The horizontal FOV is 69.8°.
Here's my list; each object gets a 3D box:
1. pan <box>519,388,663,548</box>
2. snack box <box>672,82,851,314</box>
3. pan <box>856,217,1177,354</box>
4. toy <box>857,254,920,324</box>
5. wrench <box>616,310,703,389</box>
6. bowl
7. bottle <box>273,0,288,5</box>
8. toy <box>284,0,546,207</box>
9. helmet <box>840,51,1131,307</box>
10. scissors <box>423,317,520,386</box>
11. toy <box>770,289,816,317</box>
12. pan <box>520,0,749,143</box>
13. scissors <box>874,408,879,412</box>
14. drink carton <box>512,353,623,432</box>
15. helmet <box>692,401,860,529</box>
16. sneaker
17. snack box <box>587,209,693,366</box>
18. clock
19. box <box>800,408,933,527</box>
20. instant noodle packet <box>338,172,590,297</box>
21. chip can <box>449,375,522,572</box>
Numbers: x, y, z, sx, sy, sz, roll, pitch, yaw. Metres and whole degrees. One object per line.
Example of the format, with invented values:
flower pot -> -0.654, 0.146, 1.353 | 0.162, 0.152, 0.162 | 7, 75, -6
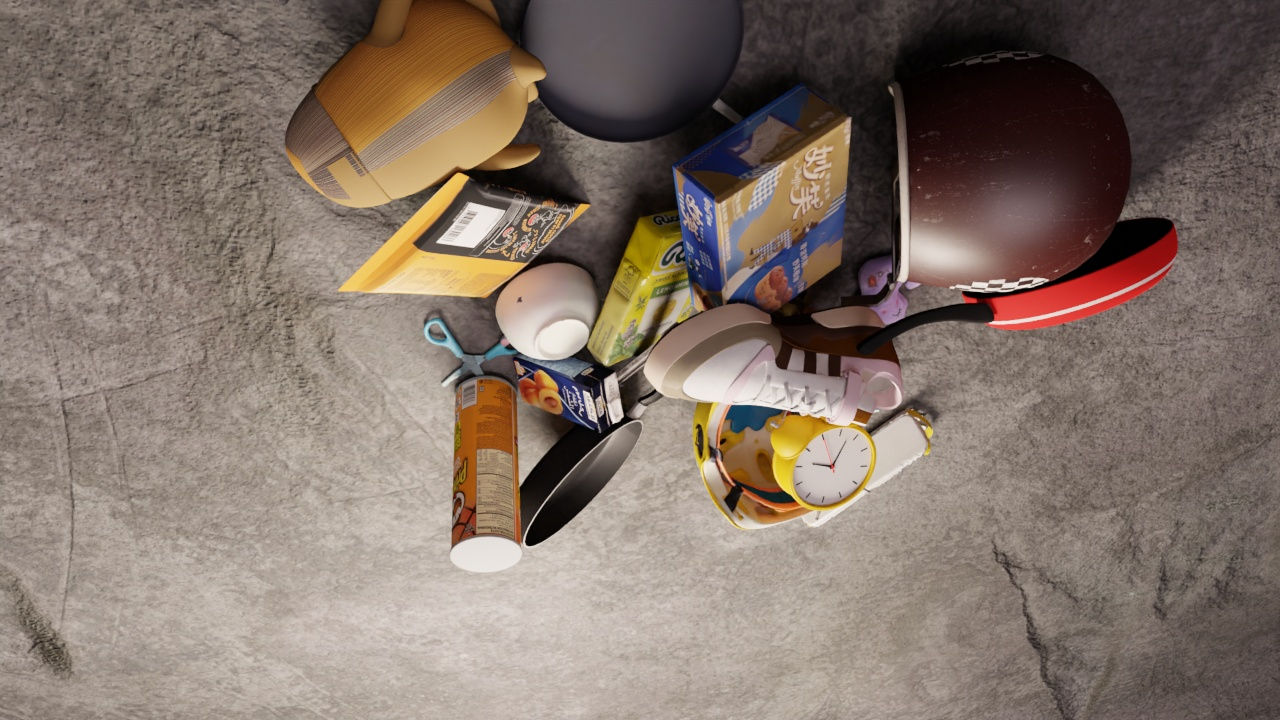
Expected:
pan -> -0.031, 0.080, 1.095 | 0.356, 0.044, 0.204 | -51, 165, 9
snack box -> 0.119, -0.136, 0.882 | 0.154, 0.069, 0.203 | -35, 148, -15
pan -> 0.382, -0.063, 0.947 | 0.355, 0.209, 0.067 | -26, 100, -12
toy -> 0.285, -0.078, 1.055 | 0.080, 0.036, 0.100 | -11, 132, 1
wrench -> -0.006, 0.006, 1.008 | 0.069, 0.010, 0.274 | -22, 171, -34
bowl -> -0.093, -0.043, 0.982 | 0.113, 0.063, 0.114 | -15, 141, -13
bottle -> -0.325, -0.350, 0.675 | 0.173, 0.046, 0.084 | 26, 123, -30
toy -> -0.194, -0.210, 0.756 | 0.203, 0.162, 0.199 | -37, 133, -6
helmet -> 0.314, -0.164, 0.860 | 0.254, 0.233, 0.233 | -3, 98, 13
scissors -> -0.192, -0.013, 1.043 | 0.135, 0.015, 0.135 | -37, 129, 19
toy -> 0.175, -0.055, 1.033 | 0.100, 0.062, 0.076 | 27, 106, -10
pan -> 0.052, -0.254, 0.855 | 0.356, 0.021, 0.199 | 27, 123, -33
scissors -> 0.244, 0.103, 1.236 | 0.171, 0.028, 0.139 | -26, 130, 19
drink carton -> -0.081, 0.029, 1.020 | 0.040, 0.130, 0.064 | -36, 129, -36
helmet -> 0.150, 0.070, 1.102 | 0.209, 0.139, 0.240 | -17, 114, -12
sneaker -> 0.145, 0.021, 0.908 | 0.293, 0.116, 0.112 | -2, 138, -32
snack box -> 0.021, -0.075, 0.960 | 0.121, 0.045, 0.181 | -20, 145, -44
clock -> 0.204, 0.101, 1.025 | 0.113, 0.052, 0.152 | -26, 119, -8
box -> 0.311, 0.152, 1.261 | 0.210, 0.079, 0.080 | -40, 144, 25
instant noodle packet -> -0.159, -0.110, 0.872 | 0.160, 0.032, 0.220 | -37, 166, 23
chip can -> -0.173, 0.123, 1.028 | 0.075, 0.214, 0.075 | -5, 139, -4
